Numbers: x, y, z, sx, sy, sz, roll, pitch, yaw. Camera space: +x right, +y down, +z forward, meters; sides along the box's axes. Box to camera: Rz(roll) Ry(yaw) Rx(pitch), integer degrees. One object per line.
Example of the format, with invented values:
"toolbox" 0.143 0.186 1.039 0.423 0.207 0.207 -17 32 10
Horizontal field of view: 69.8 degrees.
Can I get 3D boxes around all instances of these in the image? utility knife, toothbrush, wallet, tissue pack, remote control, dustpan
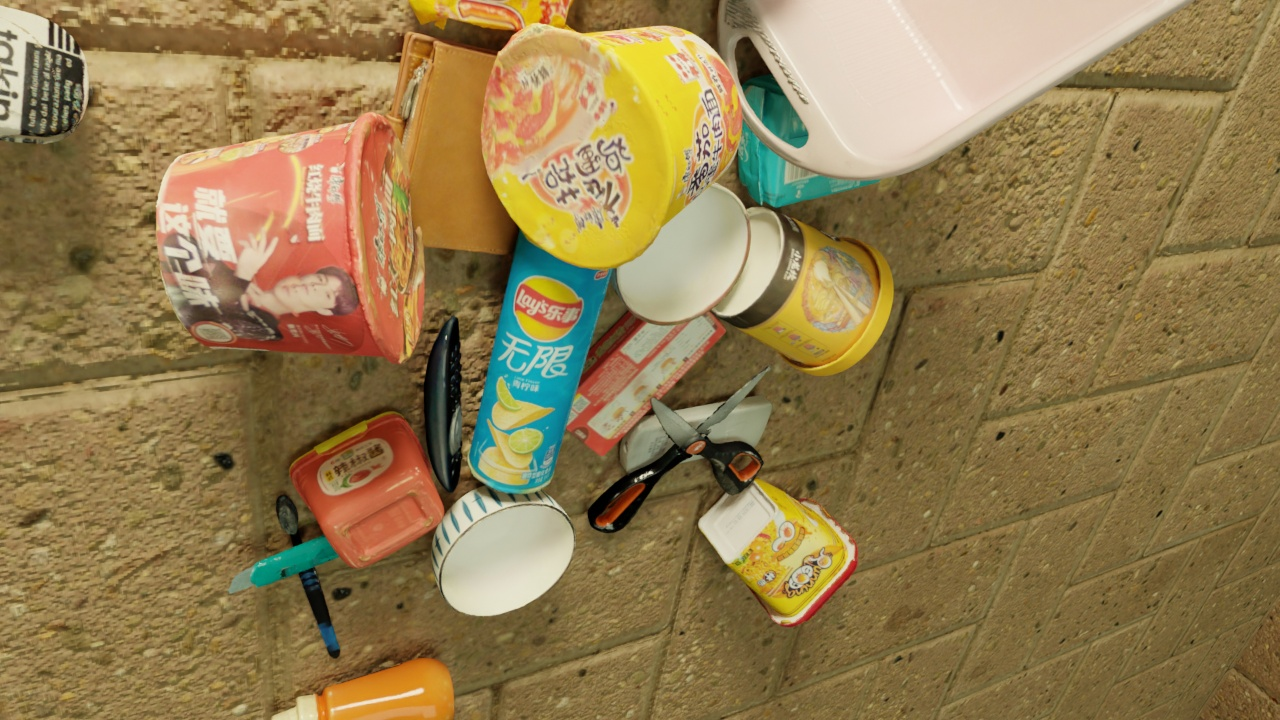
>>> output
"utility knife" -0.228 0.141 0.698 0.165 0.013 0.029 -18 128 -35
"toothbrush" -0.258 0.176 0.718 0.014 0.016 0.190 -18 130 -22
"wallet" -0.113 -0.133 0.588 0.107 0.031 0.132 -1 120 -37
"tissue pack" 0.139 -0.178 0.710 0.133 0.050 0.093 -16 126 -24
"remote control" 0.051 0.066 0.839 0.149 0.021 0.058 -8 132 -29
"dustpan" 0.177 -0.239 0.559 0.138 0.222 0.274 -25 168 -32
"remote control" -0.144 0.033 0.668 0.024 0.053 0.137 4 115 -2

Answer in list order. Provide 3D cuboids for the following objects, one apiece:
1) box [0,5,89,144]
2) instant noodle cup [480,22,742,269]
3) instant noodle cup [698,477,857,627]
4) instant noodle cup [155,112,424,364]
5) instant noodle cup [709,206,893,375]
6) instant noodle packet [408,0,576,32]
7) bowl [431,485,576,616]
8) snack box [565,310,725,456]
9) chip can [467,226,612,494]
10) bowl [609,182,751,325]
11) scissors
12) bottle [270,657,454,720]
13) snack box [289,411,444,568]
"box" -0.349 -0.139 0.423 0.163 0.082 0.075 -1 87 -32
"instant noodle cup" -0.010 -0.139 0.559 0.109 0.138 0.138 -38 141 -44
"instant noodle cup" 0.134 0.184 0.924 0.116 0.116 0.123 -48 122 5
"instant noodle cup" -0.189 -0.063 0.507 0.108 0.137 0.138 -4 126 0
"instant noodle cup" 0.121 -0.060 0.741 0.114 0.118 0.119 21 108 -32
"instant noodle packet" -0.072 -0.250 0.525 0.110 0.044 0.129 -2 121 -30
"bowl" -0.118 0.145 0.753 0.116 0.066 0.117 -16 127 -23
"snack box" -0.004 0.004 0.758 0.153 0.025 0.075 -45 134 2
"chip can" -0.074 -0.004 0.664 0.071 0.071 0.211 -3 127 -32
"bowl" 0.019 -0.088 0.684 0.113 0.062 0.114 -17 127 -24
"scissors" 0.047 0.087 0.816 0.234 0.021 0.220 -43 144 21
"bottle" -0.238 0.300 0.788 0.149 0.066 0.067 -4 122 -23
"snack box" -0.192 0.096 0.661 0.091 0.080 0.082 -29 133 -14
